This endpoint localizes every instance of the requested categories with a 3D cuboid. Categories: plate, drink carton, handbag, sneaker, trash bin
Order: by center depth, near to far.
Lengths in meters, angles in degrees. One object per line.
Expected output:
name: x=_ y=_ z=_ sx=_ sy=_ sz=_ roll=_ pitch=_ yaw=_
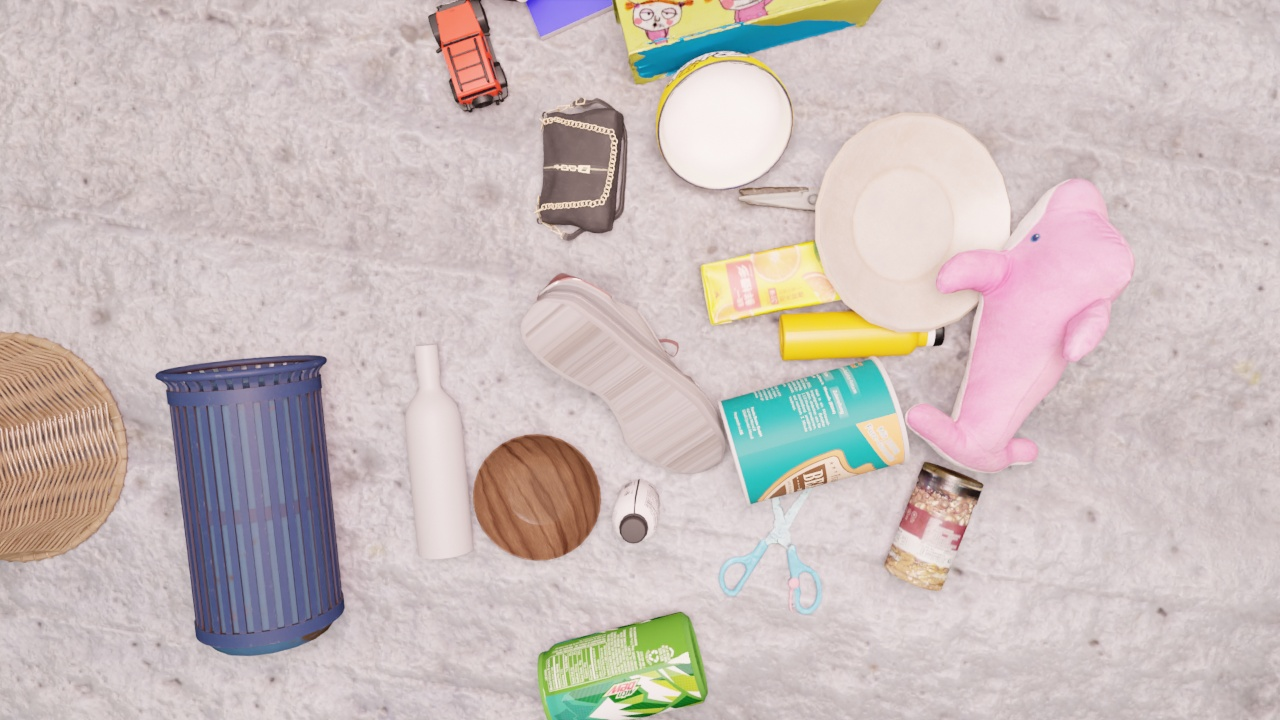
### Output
plate: x=0.236 y=-0.119 z=0.806 sx=0.188 sy=0.027 sz=0.189 roll=-1 pitch=95 yaw=-14
trash bin: x=-0.344 y=0.127 z=0.827 sx=0.139 sy=0.139 sz=0.249 roll=-3 pitch=96 yaw=3
sneaker: x=-0.005 y=0.005 z=0.830 sx=0.099 sy=0.089 sz=0.236 roll=-31 pitch=118 yaw=29
drink carton: x=0.124 y=-0.073 z=0.836 sx=0.134 sy=0.043 sz=0.058 roll=-12 pitch=91 yaw=3
handbag: x=-0.056 y=-0.173 z=0.836 sx=0.079 sy=0.054 sz=0.128 roll=7 pitch=98 yaw=13

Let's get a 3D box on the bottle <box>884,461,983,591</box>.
bottle: x=0.268 y=0.152 z=0.840 sx=0.056 sy=0.056 sz=0.105 roll=20 pitch=95 yaw=1

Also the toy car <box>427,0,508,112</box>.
toy car: x=-0.155 y=-0.277 z=0.827 sx=0.051 sy=0.048 sz=0.100 roll=-17 pitch=94 yaw=4

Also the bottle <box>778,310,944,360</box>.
bottle: x=0.200 y=-0.024 z=0.835 sx=0.144 sy=0.043 sz=0.043 roll=-3 pitch=95 yaw=3

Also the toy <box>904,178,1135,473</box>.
toy: x=0.334 y=-0.023 z=0.763 sx=0.186 sy=0.128 sz=0.266 roll=19 pitch=98 yaw=-25

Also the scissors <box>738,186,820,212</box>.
scissors: x=0.191 y=-0.140 z=0.840 sx=0.189 sy=0.015 sz=0.140 roll=-29 pitch=94 yaw=5

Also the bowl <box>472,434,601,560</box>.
bowl: x=-0.096 y=0.126 z=0.866 sx=0.119 sy=0.032 sz=0.119 roll=0 pitch=95 yaw=3

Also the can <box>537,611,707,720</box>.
can: x=-0.016 y=0.290 z=0.851 sx=0.144 sy=0.083 sz=0.083 roll=-15 pitch=94 yaw=4

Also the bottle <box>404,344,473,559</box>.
bottle: x=-0.191 y=0.083 z=0.857 sx=0.052 sy=0.052 sz=0.195 roll=-4 pitch=94 yaw=3

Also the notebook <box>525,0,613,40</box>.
notebook: x=-0.027 y=-0.412 z=0.825 sx=0.209 sy=0.022 sz=0.171 roll=-22 pitch=95 yaw=4

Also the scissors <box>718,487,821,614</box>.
scissors: x=0.120 y=0.179 z=0.874 sx=0.118 sy=0.015 sz=0.139 roll=-11 pitch=88 yaw=2

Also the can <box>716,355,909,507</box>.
can: x=0.151 y=0.063 z=0.816 sx=0.144 sy=0.099 sz=0.099 roll=-16 pitch=94 yaw=4

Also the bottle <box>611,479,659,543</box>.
bottle: x=-0.004 y=0.137 z=0.821 sx=0.041 sy=0.116 sz=0.041 roll=0 pitch=95 yaw=2

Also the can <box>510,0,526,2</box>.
can: x=-0.151 y=-0.356 z=0.797 sx=0.129 sy=0.071 sz=0.072 roll=13 pitch=95 yaw=15

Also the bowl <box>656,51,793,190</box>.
bowl: x=0.070 y=-0.216 z=0.803 sx=0.117 sy=0.067 sz=0.117 roll=-2 pitch=127 yaw=-3

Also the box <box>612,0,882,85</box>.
box: x=0.086 y=-0.308 z=0.779 sx=0.221 sy=0.124 sz=0.079 roll=-12 pitch=94 yaw=5

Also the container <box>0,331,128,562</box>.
container: x=-0.617 y=0.093 z=0.804 sx=0.227 sy=0.196 sz=0.227 roll=0 pitch=95 yaw=2
